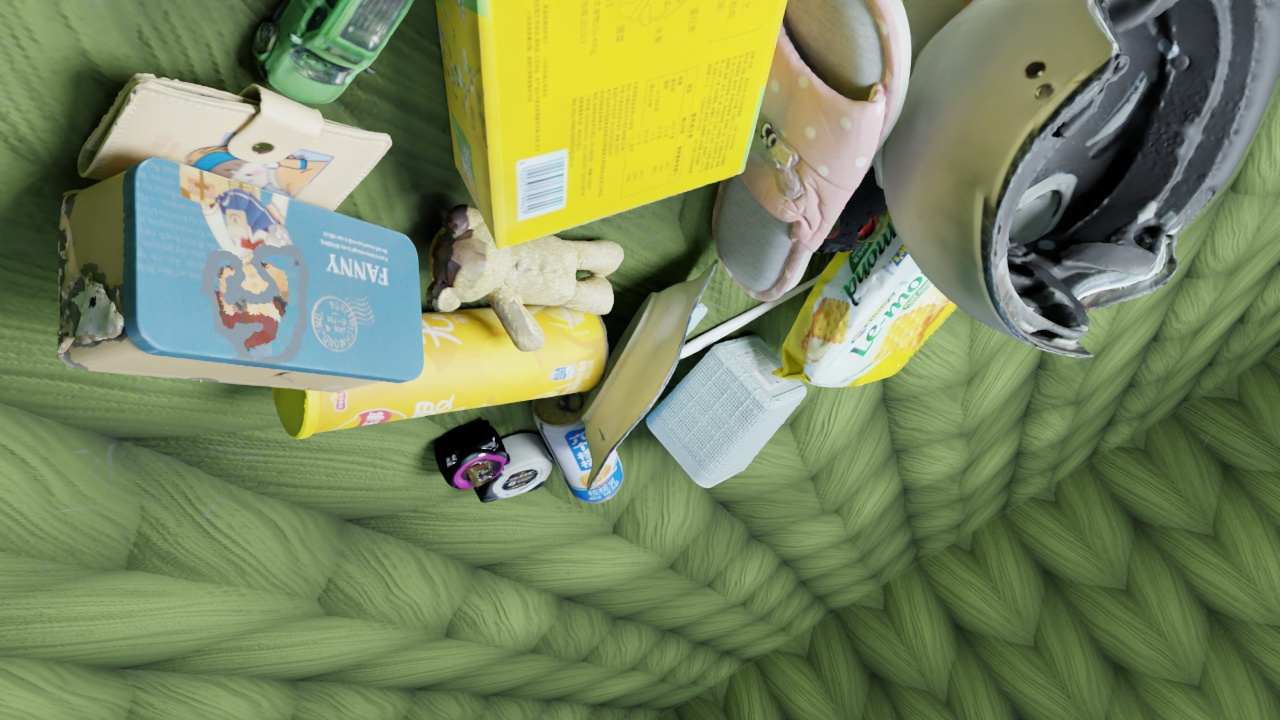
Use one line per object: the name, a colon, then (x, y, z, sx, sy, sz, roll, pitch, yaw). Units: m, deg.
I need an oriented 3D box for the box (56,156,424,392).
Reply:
box: (-0.182, -0.032, 0.454, 0.062, 0.089, 0.184, -11, 171, 29)

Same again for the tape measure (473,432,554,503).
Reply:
tape measure: (-0.112, 0.094, 0.816, 0.065, 0.033, 0.066, -10, 149, -36)

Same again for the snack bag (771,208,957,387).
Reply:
snack bag: (0.226, -0.077, 0.792, 0.157, 0.068, 0.247, 0, 132, -47)

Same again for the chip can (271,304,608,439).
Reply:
chip can: (-0.127, 0.001, 0.606, 0.212, 0.072, 0.072, -7, 145, -37)

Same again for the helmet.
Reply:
helmet: (0.250, -0.142, 0.560, 0.273, 0.157, 0.230, -40, 134, -22)

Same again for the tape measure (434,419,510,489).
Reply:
tape measure: (-0.139, 0.081, 0.760, 0.057, 0.039, 0.058, -25, 152, -10)

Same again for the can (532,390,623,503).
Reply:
can: (-0.053, 0.071, 0.794, 0.053, 0.053, 0.135, -26, 143, -7)

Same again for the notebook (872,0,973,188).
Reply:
notebook: (0.191, -0.214, 0.574, 0.146, 0.010, 0.206, -38, 145, 0)

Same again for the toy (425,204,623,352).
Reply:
toy: (-0.068, -0.060, 0.583, 0.157, 0.066, 0.105, 1, 107, -51)

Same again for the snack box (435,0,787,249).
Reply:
snack box: (-0.013, -0.163, 0.441, 0.157, 0.070, 0.210, -20, 151, -18)

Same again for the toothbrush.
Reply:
toothbrush: (0.110, -0.042, 0.819, 0.180, 0.016, 0.016, -27, 151, -5)

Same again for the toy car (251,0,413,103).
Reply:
toy car: (-0.129, -0.148, 0.396, 0.091, 0.036, 0.043, -41, 152, 28)

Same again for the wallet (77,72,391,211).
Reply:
wallet: (-0.181, -0.097, 0.420, 0.087, 0.024, 0.115, -21, 162, 41)

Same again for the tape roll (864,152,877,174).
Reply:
tape roll: (0.117, -0.152, 0.567, 0.013, 0.085, 0.086, -22, 151, -18)

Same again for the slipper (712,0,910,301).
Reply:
slipper: (0.084, -0.123, 0.563, 0.054, 0.114, 0.275, -30, 161, -21)

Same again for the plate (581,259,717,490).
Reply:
plate: (-0.004, 0.004, 0.693, 0.165, 0.034, 0.163, -55, -172, 46)

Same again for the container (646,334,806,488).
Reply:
container: (0.082, 0.042, 0.847, 0.090, 0.090, 0.112, -15, 148, -53)

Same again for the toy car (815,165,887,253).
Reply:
toy car: (0.172, -0.143, 0.680, 0.071, 0.041, 0.156, -3, 134, -41)

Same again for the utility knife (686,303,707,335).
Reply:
utility knife: (-0.001, 0.023, 0.822, 0.034, 0.018, 0.219, -1, 140, -42)
